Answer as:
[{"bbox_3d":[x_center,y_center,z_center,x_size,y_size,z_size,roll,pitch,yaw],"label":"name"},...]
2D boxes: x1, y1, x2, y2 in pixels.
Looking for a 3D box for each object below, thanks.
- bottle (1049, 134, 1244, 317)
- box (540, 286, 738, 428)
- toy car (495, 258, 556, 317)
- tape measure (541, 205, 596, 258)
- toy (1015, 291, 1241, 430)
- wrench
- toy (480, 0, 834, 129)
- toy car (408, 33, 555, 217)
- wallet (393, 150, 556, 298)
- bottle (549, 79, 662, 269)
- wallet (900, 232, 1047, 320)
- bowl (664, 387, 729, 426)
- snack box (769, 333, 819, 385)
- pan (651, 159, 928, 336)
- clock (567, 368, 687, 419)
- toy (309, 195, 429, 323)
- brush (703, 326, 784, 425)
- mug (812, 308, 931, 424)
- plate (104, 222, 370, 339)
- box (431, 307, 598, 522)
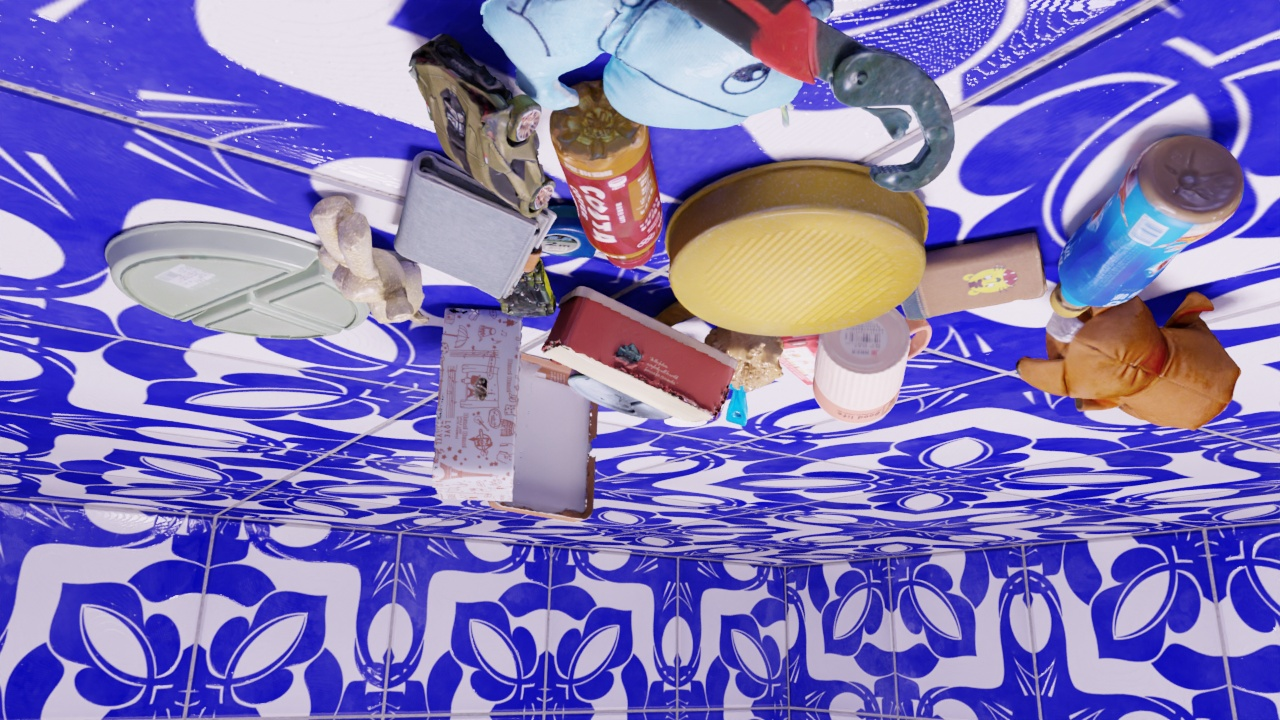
[{"bbox_3d":[0.349,-0.081,0.664,0.065,0.065,0.219,-1,163,5],"label":"bottle"},{"bbox_3d":[-0.005,0.005,0.850,0.168,0.076,0.091,26,167,-15],"label":"box"},{"bbox_3d":[-0.101,-0.067,0.785,0.048,0.032,0.105,0,157,5],"label":"toy car"},{"bbox_3d":[-0.058,-0.099,0.699,0.058,0.025,0.055,3,161,-12],"label":"tape measure"},{"bbox_3d":[0.438,-0.010,0.831,0.199,0.140,0.130,12,-159,-27],"label":"toy"},{"bbox_3d":[0.041,-0.157,0.416,0.273,0.016,0.056,26,116,-21],"label":"wrench"},{"bbox_3d":[0.012,-0.159,0.466,0.162,0.049,0.156,-21,143,40],"label":"toy"},{"bbox_3d":[-0.089,-0.128,0.535,0.070,0.042,0.158,39,170,13],"label":"toy car"},{"bbox_3d":[-0.124,-0.097,0.677,0.106,0.036,0.130,24,155,-12],"label":"wallet"},{"bbox_3d":[-0.017,-0.112,0.603,0.057,0.057,0.175,-1,163,6],"label":"bottle"},{"bbox_3d":[0.273,-0.068,0.762,0.115,0.033,0.090,-10,153,24],"label":"wallet"},{"bbox_3d":[0.052,0.041,1.068,0.118,0.064,0.118,2,162,0],"label":"bowl"},{"bbox_3d":[0.189,-0.008,0.971,0.075,0.025,0.152,-7,160,27],"label":"snack box"},{"bbox_3d":[0.084,-0.064,0.770,0.197,0.078,0.359,13,153,-21],"label":"pan"},{"bbox_3d":[0.004,0.021,0.967,0.158,0.059,0.117,27,160,-23],"label":"clock"},{"bbox_3d":[-0.217,-0.077,0.738,0.105,0.066,0.157,31,164,15],"label":"toy"},{"bbox_3d":[0.107,0.024,0.977,0.083,0.045,0.255,15,161,9],"label":"brush"},{"bbox_3d":[0.217,-0.005,0.849,0.114,0.081,0.106,-25,153,-4],"label":"mug"},{"bbox_3d":[-0.356,-0.063,0.830,0.230,0.027,0.230,0,162,0],"label":"plate"},{"bbox_3d":[-0.137,0.066,0.971,0.134,0.179,0.270,-6,160,21],"label":"box"}]
